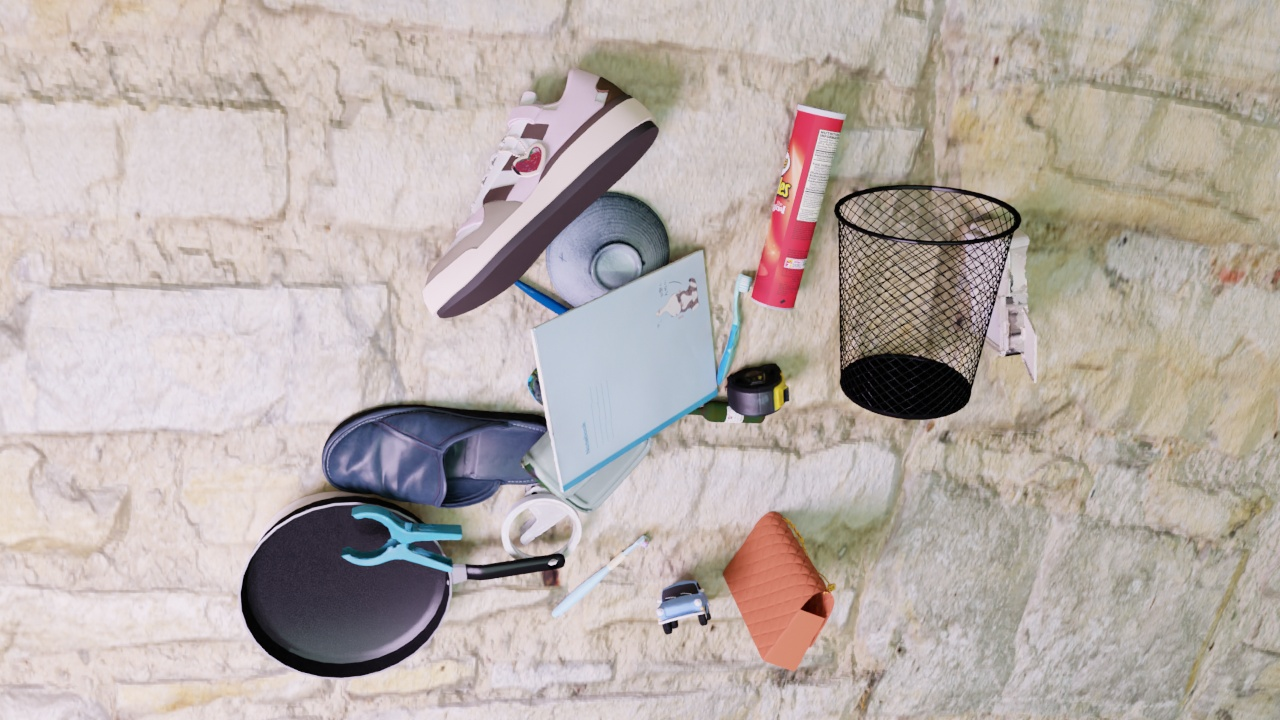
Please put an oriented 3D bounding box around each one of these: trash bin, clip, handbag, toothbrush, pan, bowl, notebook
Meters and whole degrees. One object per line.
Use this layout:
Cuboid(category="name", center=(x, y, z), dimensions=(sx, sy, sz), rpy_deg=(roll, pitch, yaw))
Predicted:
Cuboid(category="trash bin", center=(0.297, -0.061, 0.995), dimensions=(0.184, 0.184, 0.210), rpy_deg=(-7, 118, -9))
Cuboid(category="clip", center=(-0.266, 0.211, 0.996), dimensions=(0.130, 0.030, 0.120), rpy_deg=(31, 93, -20))
Cuboid(category="handbag", center=(0.171, 0.271, 1.099), dimensions=(0.060, 0.171, 0.109), rpy_deg=(23, 105, -19))
Cuboid(category="toothbrush", center=(0.107, -0.033, 1.048), dimensions=(0.017, 0.022, 0.135), rpy_deg=(17, 110, 20))
Cuboid(category="toothbrush", center=(-0.050, 0.270, 1.140), dimensions=(0.155, 0.016, 0.022), rpy_deg=(-40, 154, 6))
Cuboid(category="pan", center=(-0.263, 0.248, 1.041), dimensions=(0.356, 0.034, 0.225), rpy_deg=(-6, 111, -13))
Cuboid(category="bowl", center=(-0.030, -0.105, 0.971), dimensions=(0.137, 0.057, 0.137), rpy_deg=(-4, 112, -10))
Cuboid(category="clip", center=(-0.111, 0.172, 1.075), dimensions=(0.102, 0.052, 0.059), rpy_deg=(-36, 126, 4))
Cuboid(category="toothbrush", center=(-0.125, -0.078, 0.987), dimensions=(0.167, 0.014, 0.014), rpy_deg=(31, 91, -21))
Cuboid(category="handbag", center=(-0.059, 0.099, 1.018), dimensions=(0.122, 0.067, 0.106), rpy_deg=(-47, 132, -3))
Cuboid(category="notebook", center=(-0.006, 0.006, 0.967), dimensions=(0.252, 0.009, 0.181), rpy_deg=(-29, 122, -40))

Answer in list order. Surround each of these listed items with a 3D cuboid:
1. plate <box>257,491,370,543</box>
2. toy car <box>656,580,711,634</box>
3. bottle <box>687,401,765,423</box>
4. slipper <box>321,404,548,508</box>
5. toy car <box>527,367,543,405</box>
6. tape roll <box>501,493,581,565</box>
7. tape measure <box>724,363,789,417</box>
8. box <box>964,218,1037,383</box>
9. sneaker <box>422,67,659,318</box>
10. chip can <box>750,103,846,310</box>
Cuboid(category="plate", center=(-0.350, 0.238, 1.058), dimensions=(0.182, 0.034, 0.182), rpy_deg=(-4, 112, -10))
Cuboid(category="toy car", center=(0.052, 0.296, 1.112), dimensions=(0.056, 0.153, 0.054), rpy_deg=(-15, 77, 4))
Cuboid(category="bottle", center=(0.095, 0.061, 1.080), dimensions=(0.106, 0.025, 0.025), rpy_deg=(3, 111, -12))
Cuboid(category="slipper", center=(-0.216, 0.113, 1.008), dimensions=(0.265, 0.083, 0.109), rpy_deg=(0, 114, -10))
Cuboid(category="toy car", center=(-0.078, 0.009, 1.021), dimensions=(0.105, 0.032, 0.048), rpy_deg=(-37, 114, -11))
Cuboid(category="tape roll", center=(-0.115, 0.199, 1.072), dimensions=(0.093, 0.013, 0.093), rpy_deg=(-4, 112, -10))
Cuboid(category="tape measure", center=(0.134, 0.034, 1.053), dimensions=(0.071, 0.072, 0.042), rpy_deg=(-6, 116, -6))
Cuboid(category="box", center=(0.405, -0.067, 1.007), dimensions=(0.044, 0.184, 0.143), rpy_deg=(-10, 111, 1))
Cuboid(category="sneaker", center=(-0.125, -0.172, 0.907), dimensions=(0.294, 0.111, 0.116), rpy_deg=(-44, 85, 5))
Cuboid(category="chip can", center=(0.168, -0.163, 0.991), dimensions=(0.051, 0.051, 0.215), rpy_deg=(7, 110, -14))
